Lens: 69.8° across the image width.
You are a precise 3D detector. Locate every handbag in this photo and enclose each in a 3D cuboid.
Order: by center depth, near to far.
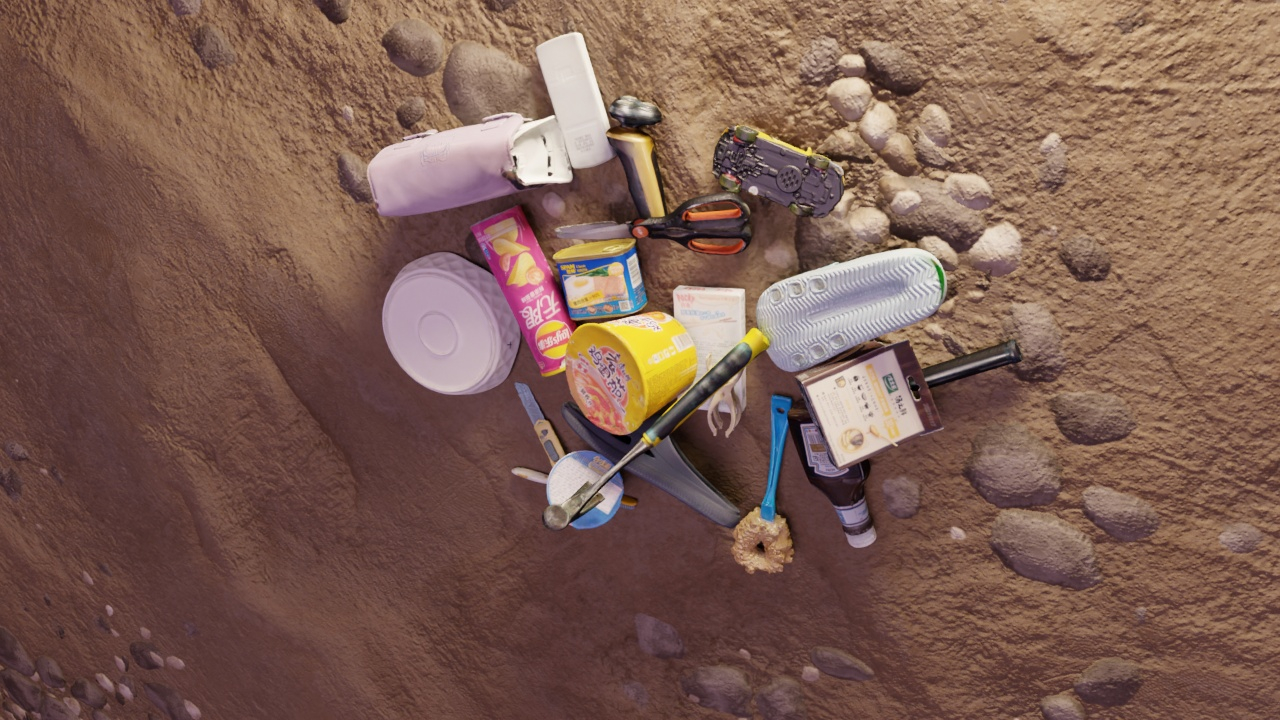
[{"bbox_3d":[-0.202,-0.231,1.084,0.197,0.144,0.098,-5,112,23],"label":"handbag"}]

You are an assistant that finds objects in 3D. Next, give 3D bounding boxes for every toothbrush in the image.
[{"bbox_3d":[0.322,0.020,1.044,0.213,0.026,0.027,-20,115,31],"label":"toothbrush"},{"bbox_3d":[-0.094,0.179,1.286,0.191,0.016,0.018,12,124,16],"label":"toothbrush"}]

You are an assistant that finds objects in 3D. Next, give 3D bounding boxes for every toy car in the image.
[{"bbox_3d":[0.151,-0.206,1.009,0.156,0.041,0.071,25,118,16],"label":"toy car"}]

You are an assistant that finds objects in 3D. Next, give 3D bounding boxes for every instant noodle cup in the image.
[{"bbox_3d":[-0.007,0.006,1.105,0.138,0.109,0.138,22,123,38],"label":"instant noodle cup"},{"bbox_3d":[-0.065,0.164,1.203,0.099,0.110,0.099,0,88,6],"label":"instant noodle cup"}]

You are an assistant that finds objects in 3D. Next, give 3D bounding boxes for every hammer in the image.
[{"bbox_3d":[0.021,0.080,1.063,0.323,0.126,0.032,-42,83,2],"label":"hammer"}]

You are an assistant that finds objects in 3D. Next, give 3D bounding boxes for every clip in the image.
[{"bbox_3d":[0.101,0.041,1.108,0.072,0.034,0.100,8,110,20],"label":"clip"}]

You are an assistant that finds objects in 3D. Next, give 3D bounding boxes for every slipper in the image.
[{"bbox_3d":[0.229,-0.063,1.016,0.246,0.074,0.104,-20,96,45],"label":"slipper"},{"bbox_3d":[0.024,0.114,1.173,0.268,0.110,0.083,33,90,5],"label":"slipper"}]

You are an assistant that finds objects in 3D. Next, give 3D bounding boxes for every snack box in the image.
[{"bbox_3d":[0.254,0.047,1.026,0.125,0.053,0.113,-24,100,1],"label":"snack box"},{"bbox_3d":[0.086,-0.013,1.125,0.085,0.026,0.157,5,113,20],"label":"snack box"}]

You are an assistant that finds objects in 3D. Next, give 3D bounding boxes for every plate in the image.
[{"bbox_3d":[-0.264,-0.043,1.245,0.205,0.045,0.205,9,115,19],"label":"plate"}]

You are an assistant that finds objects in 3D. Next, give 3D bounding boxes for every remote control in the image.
[{"bbox_3d":[-0.073,-0.301,1.072,0.058,0.021,0.150,-10,107,25],"label":"remote control"}]

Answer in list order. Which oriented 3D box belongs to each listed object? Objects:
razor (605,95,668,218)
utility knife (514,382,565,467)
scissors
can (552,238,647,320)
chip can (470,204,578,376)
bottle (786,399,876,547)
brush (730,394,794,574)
[{"bbox_3d":[0.006,-0.222,1.059,0.068,0.062,0.167,-11,113,14],"label":"razor"},{"bbox_3d":[-0.121,0.123,1.267,0.031,0.022,0.210,-24,88,17],"label":"utility knife"},{"bbox_3d":[0.016,-0.141,1.064,0.235,0.021,0.142,-15,140,25],"label":"scissors"},{"bbox_3d":[-0.048,-0.099,1.127,0.102,0.057,0.083,-4,112,24],"label":"can"},{"bbox_3d":[-0.138,-0.088,1.159,0.072,0.071,0.210,-20,103,27],"label":"chip can"},{"bbox_3d":[0.241,0.137,1.113,0.080,0.043,0.195,-9,111,40],"label":"bottle"},{"bbox_3d":[0.165,0.162,1.164,0.083,0.045,0.255,13,112,21],"label":"brush"}]
